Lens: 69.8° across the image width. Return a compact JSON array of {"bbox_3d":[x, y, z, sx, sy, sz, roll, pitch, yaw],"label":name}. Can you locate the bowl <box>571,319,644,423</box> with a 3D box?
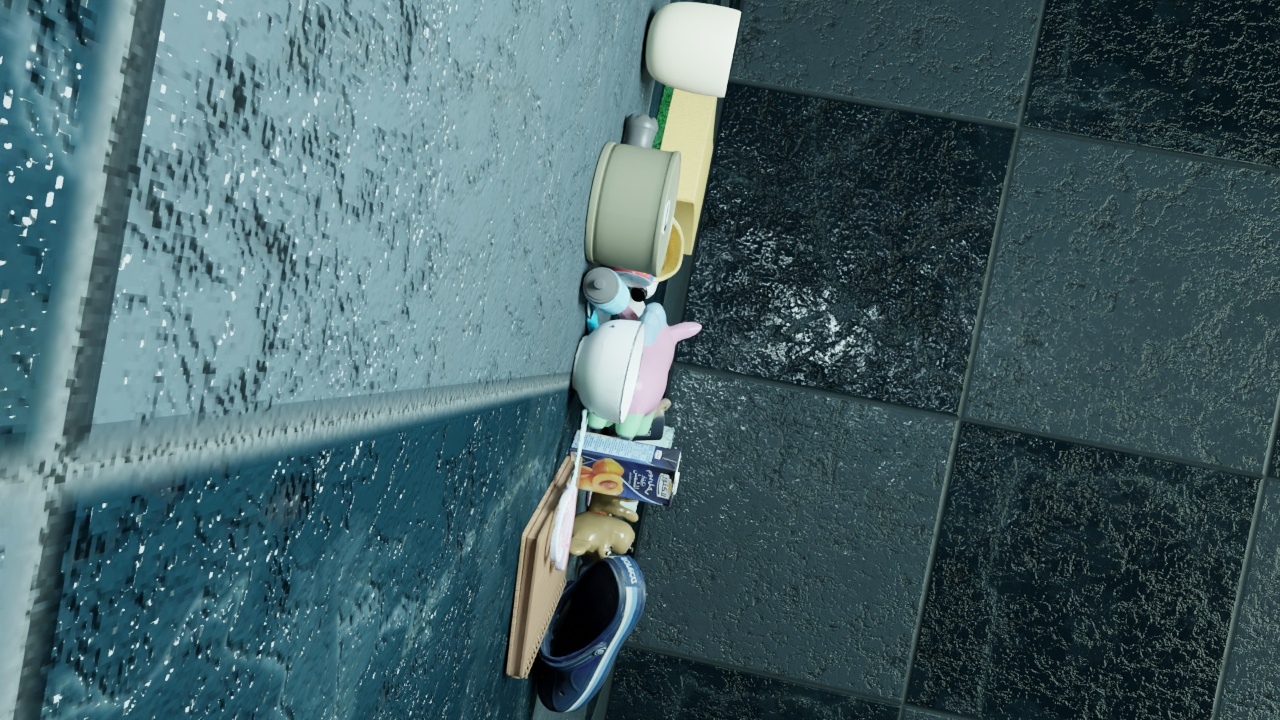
[{"bbox_3d":[-0.037,0.008,0.999,0.113,0.063,0.113,14,88,-84],"label":"bowl"}]

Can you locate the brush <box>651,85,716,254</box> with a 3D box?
[{"bbox_3d":[0.061,-0.296,1.412,0.250,0.075,0.194,82,20,-76],"label":"brush"}]

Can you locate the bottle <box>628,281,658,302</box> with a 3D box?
[{"bbox_3d":[0.006,-0.119,1.369,0.115,0.041,0.041,-70,170,-62],"label":"bottle"}]

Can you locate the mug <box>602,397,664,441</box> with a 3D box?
[{"bbox_3d":[-0.012,0.060,1.275,0.071,0.077,0.105,163,-75,-79],"label":"mug"}]

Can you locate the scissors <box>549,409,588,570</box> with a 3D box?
[{"bbox_3d":[-0.071,0.126,0.946,0.105,0.016,0.179,75,25,-77],"label":"scissors"}]

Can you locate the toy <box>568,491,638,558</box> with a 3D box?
[{"bbox_3d":[-0.049,0.208,1.188,0.134,0.106,0.108,97,15,-78],"label":"toy"}]

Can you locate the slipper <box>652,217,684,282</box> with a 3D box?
[{"bbox_3d":[0.019,-0.160,1.230,0.261,0.079,0.111,-54,151,-78],"label":"slipper"}]

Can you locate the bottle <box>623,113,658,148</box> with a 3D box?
[{"bbox_3d":[-0.007,-0.215,1.013,0.036,0.036,0.110,-35,136,-83],"label":"bottle"}]

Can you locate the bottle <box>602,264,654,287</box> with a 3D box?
[{"bbox_3d":[-0.002,-0.157,1.054,0.062,0.062,0.137,81,21,-76],"label":"bottle"}]

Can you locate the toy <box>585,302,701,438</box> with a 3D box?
[{"bbox_3d":[-0.007,0.007,1.154,0.222,0.120,0.171,13,93,-81],"label":"toy"}]

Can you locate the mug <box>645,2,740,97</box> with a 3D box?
[{"bbox_3d":[0.058,-0.365,1.057,0.120,0.100,0.096,-77,177,-48],"label":"mug"}]

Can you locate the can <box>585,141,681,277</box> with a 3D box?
[{"bbox_3d":[-0.006,-0.154,0.931,0.127,0.073,0.128,13,88,-85],"label":"can"}]

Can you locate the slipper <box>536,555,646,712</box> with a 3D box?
[{"bbox_3d":[-0.079,0.325,1.104,0.105,0.095,0.253,57,-49,38],"label":"slipper"}]

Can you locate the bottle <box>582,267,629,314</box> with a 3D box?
[{"bbox_3d":[-0.036,-0.073,0.969,0.130,0.040,0.040,27,74,-85],"label":"bottle"}]

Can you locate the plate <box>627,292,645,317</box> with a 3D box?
[{"bbox_3d":[-0.012,0.000,1.392,0.208,0.015,0.208,-1,89,-76],"label":"plate"}]

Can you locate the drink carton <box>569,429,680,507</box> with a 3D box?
[{"bbox_3d":[-0.019,0.128,1.090,0.040,0.130,0.064,-71,170,-54],"label":"drink carton"}]

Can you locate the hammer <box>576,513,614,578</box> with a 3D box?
[{"bbox_3d":[-0.043,0.291,1.256,0.322,0.040,0.129,-171,-86,-78],"label":"hammer"}]

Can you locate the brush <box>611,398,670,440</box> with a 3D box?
[{"bbox_3d":[-0.020,0.100,1.220,0.151,0.012,0.039,-37,156,-12],"label":"brush"}]

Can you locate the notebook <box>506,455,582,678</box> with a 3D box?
[{"bbox_3d":[-0.100,0.217,0.983,0.210,0.022,0.169,-64,164,-73],"label":"notebook"}]

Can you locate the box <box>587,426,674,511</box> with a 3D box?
[{"bbox_3d":[-0.007,0.134,1.410,0.229,0.105,0.087,-73,173,-54],"label":"box"}]

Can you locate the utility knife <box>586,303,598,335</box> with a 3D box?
[{"bbox_3d":[-0.052,-0.033,1.035,0.124,0.015,0.022,87,13,-61],"label":"utility knife"}]
